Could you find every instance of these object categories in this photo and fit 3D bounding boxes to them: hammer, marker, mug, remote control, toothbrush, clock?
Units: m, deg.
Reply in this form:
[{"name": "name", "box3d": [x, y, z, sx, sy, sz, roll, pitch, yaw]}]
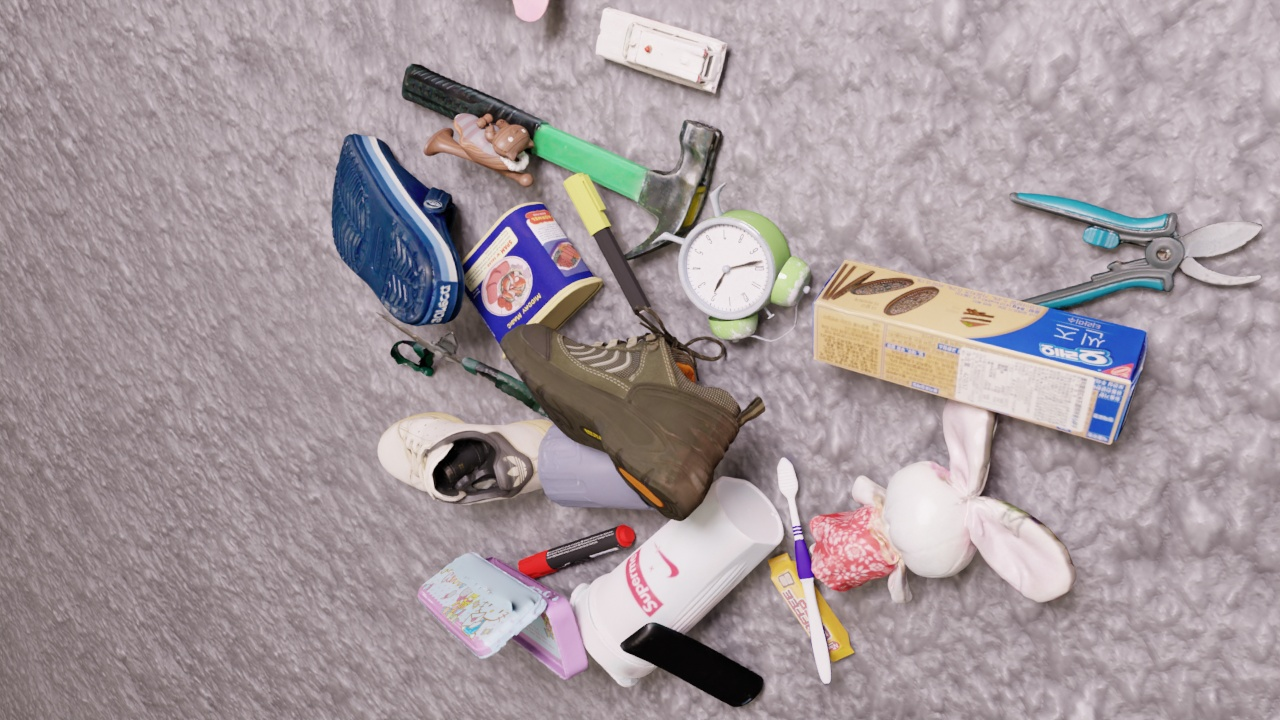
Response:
[{"name": "hammer", "box3d": [-0.085, -0.189, 0.788, 0.319, 0.032, 0.130, 29, 119, 23]}, {"name": "marker", "box3d": [-0.063, 0.187, 0.893, 0.145, 0.021, 0.023, -25, 120, 35]}, {"name": "mug", "box3d": [-0.025, 0.069, 0.806, 0.104, 0.083, 0.123, -6, 77, 36]}, {"name": "remote control", "box3d": [0.047, 0.263, 0.788, 0.041, 0.020, 0.152, -41, 122, 20]}, {"name": "toothbrush", "box3d": [0.134, 0.170, 0.747, 0.015, 0.016, 0.186, -11, 90, 11]}, {"name": "marker", "box3d": [-0.025, -0.095, 0.745, 0.021, 0.017, 0.124, -29, 88, 36]}, {"name": "clock", "box3d": [0.077, -0.069, 0.709, 0.095, 0.042, 0.119, -35, 88, 34]}]

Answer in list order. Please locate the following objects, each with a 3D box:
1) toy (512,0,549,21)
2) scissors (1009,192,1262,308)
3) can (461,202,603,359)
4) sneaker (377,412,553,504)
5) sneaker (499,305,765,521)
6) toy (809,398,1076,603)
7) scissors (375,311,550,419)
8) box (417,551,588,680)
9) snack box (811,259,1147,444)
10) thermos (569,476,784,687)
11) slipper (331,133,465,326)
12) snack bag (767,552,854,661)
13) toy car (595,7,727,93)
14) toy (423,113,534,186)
[{"name": "toy", "box3d": [-0.091, -0.365, 0.704, 0.238, 0.087, 0.190, 17, 96, 32]}, {"name": "scissors", "box3d": [0.298, -0.064, 0.586, 0.156, 0.019, 0.125, 39, 122, 19]}, {"name": "can", "box3d": [-0.103, -0.072, 0.819, 0.117, 0.056, 0.092, -41, 80, 34]}, {"name": "sneaker", "box3d": [-0.186, 0.104, 0.897, 0.242, 0.102, 0.089, -4, 102, 34]}, {"name": "sneaker", "box3d": [-0.004, 0.004, 0.720, 0.238, 0.142, 0.101, 35, 164, 37]}, {"name": "toy", "box3d": [0.200, 0.121, 0.670, 0.195, 0.084, 0.159, -38, 63, 38]}, {"name": "scissors", "box3d": [-0.166, 0.013, 0.879, 0.201, 0.015, 0.202, 31, 162, -12]}, {"name": "box", "box3d": [-0.141, 0.244, 0.863, 0.214, 0.092, 0.089, 1, 108, 62]}, {"name": "snack box", "box3d": [0.223, -0.010, 0.621, 0.207, 0.057, 0.056, 18, 137, 27]}, {"name": "thermos", "box3d": [0.025, 0.191, 0.799, 0.099, 0.099, 0.221, 47, 119, 12]}, {"name": "slipper", "box3d": [-0.214, -0.115, 0.844, 0.252, 0.095, 0.105, 51, 133, 39]}, {"name": "snack bag", "box3d": [0.141, 0.207, 0.768, 0.026, 0.020, 0.099, -37, 83, 36]}, {"name": "toy car", "box3d": [0.011, -0.239, 0.705, 0.113, 0.039, 0.039, 26, 117, 24]}, {"name": "toy", "box3d": [-0.134, -0.184, 0.779, 0.102, 0.041, 0.055, 26, 139, 16]}]
